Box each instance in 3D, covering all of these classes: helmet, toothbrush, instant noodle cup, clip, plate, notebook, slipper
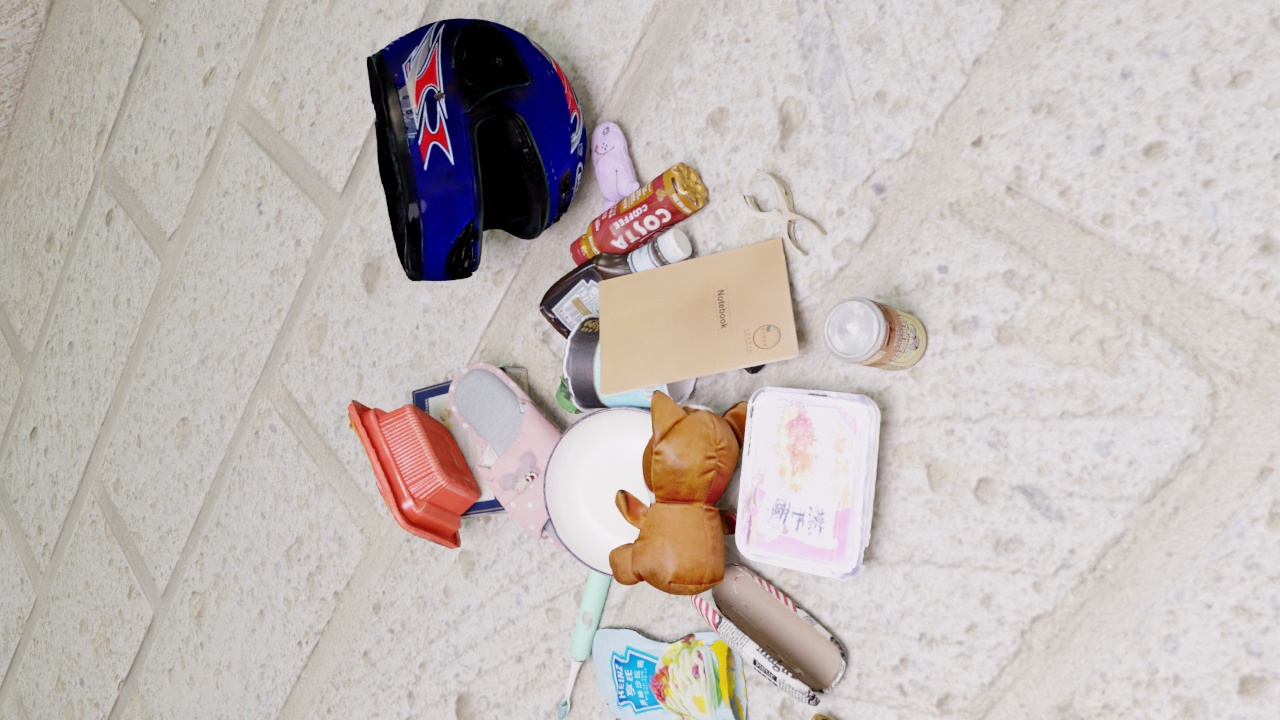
[{"bbox_3d":[-0.181,-0.246,1.073,0.248,0.240,0.315,110,147,-59],"label":"helmet"},{"bbox_3d":[-0.065,0.315,1.073,0.026,0.027,0.224,16,97,10],"label":"toothbrush"},{"bbox_3d":[-0.268,0.128,1.119,0.079,0.164,0.188,-33,67,1],"label":"instant noodle cup"},{"bbox_3d":[0.138,-0.146,0.958,0.082,0.034,0.104,-33,75,27],"label":"clip"},{"bbox_3d":[-0.011,0.144,1.013,0.193,0.039,0.192,1,96,15],"label":"plate"},{"bbox_3d":[0.170,0.115,0.893,0.138,0.060,0.173,5,90,37],"label":"instant noodle cup"},{"bbox_3d":[-0.006,0.006,1.016,0.121,0.111,0.111,4,88,29],"label":"instant noodle cup"},{"bbox_3d":[0.054,-0.046,0.955,0.208,0.008,0.147,-12,58,16],"label":"notebook"},{"bbox_3d":[-0.140,0.110,1.090,0.114,0.054,0.274,-43,71,8],"label":"slipper"}]

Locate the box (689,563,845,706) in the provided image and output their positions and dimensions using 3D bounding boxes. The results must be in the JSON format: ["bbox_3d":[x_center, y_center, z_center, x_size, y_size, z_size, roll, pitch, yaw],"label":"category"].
[{"bbox_3d":[0.116,0.276,0.904,0.163,0.087,0.076,36,122,30],"label":"box"}]

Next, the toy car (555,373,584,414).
[{"bbox_3d":[-0.073,0.022,1.101,0.043,0.036,0.091,40,113,31],"label":"toy car"}]

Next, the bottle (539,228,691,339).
[{"bbox_3d":[-0.027,-0.090,1.052,0.195,0.080,0.043,-29,26,32],"label":"bottle"}]

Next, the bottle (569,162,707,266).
[{"bbox_3d":[-0.006,-0.159,1.051,0.175,0.057,0.057,-29,69,32],"label":"bottle"}]

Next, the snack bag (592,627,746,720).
[{"bbox_3d":[0.025,0.348,0.998,0.191,0.038,0.110,-13,88,37],"label":"snack bag"}]

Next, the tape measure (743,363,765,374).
[{"bbox_3d":[0.119,-0.022,0.957,0.057,0.039,0.058,47,118,30],"label":"tape measure"}]

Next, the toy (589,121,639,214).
[{"bbox_3d":[-0.035,-0.231,1.092,0.084,0.038,0.108,-35,66,50],"label":"toy"}]

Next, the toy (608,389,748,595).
[{"bbox_3d":[0.042,0.131,0.925,0.131,0.140,0.199,19,102,54],"label":"toy"}]

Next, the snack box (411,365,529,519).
[{"bbox_3d":[-0.218,0.112,1.195,0.183,0.045,0.177,-13,78,36],"label":"snack box"}]

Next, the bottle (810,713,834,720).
[{"bbox_3d":[0.139,0.442,0.885,0.065,0.065,0.219,28,102,35],"label":"bottle"}]

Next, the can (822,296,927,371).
[{"bbox_3d":[0.215,-0.022,0.835,0.059,0.116,0.058,-4,83,36],"label":"can"}]
